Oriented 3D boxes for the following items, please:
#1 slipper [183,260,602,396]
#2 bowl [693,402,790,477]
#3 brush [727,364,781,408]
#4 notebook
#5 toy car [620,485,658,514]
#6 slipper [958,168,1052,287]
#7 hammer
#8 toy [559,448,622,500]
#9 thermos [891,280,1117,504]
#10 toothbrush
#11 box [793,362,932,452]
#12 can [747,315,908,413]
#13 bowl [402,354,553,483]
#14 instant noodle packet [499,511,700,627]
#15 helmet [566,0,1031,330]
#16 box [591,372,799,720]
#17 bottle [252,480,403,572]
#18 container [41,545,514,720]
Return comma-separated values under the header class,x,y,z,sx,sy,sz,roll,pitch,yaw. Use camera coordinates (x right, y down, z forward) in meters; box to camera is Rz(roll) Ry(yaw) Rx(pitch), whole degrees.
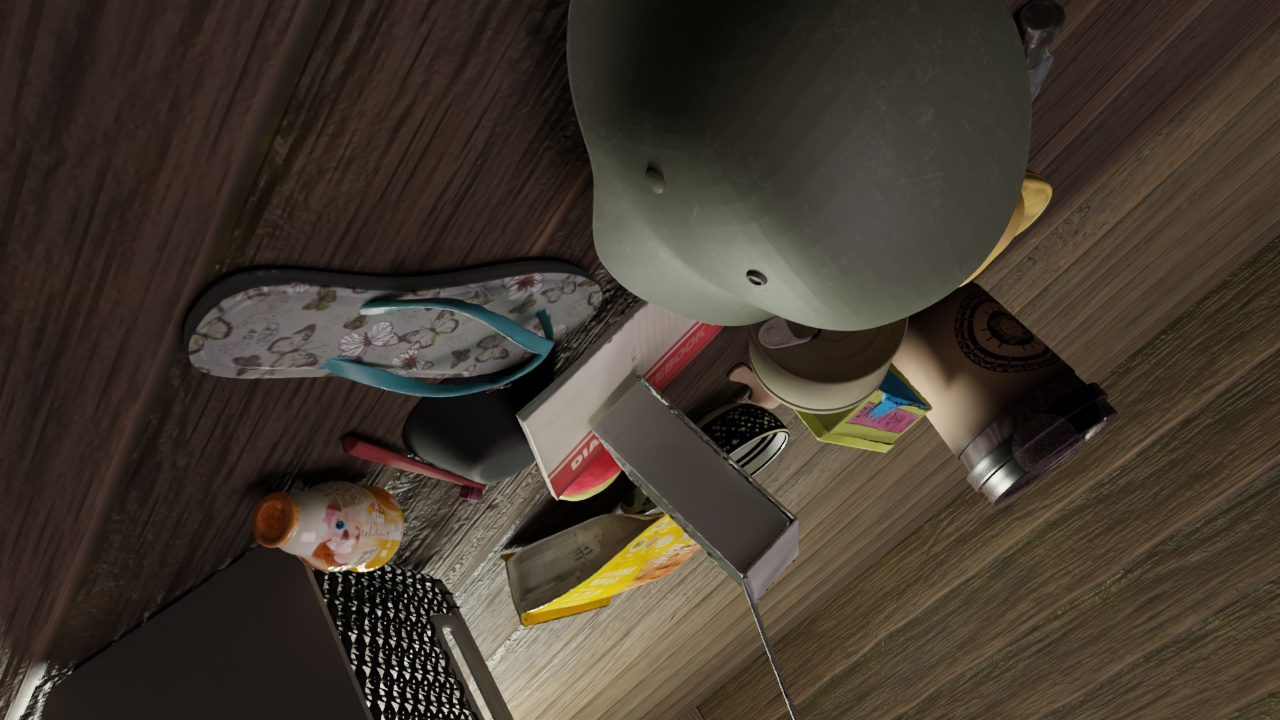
class,x,y,z,sx,sy,sz,roll,pitch,yaw
slipper,-0.125,-0.008,0.542,0.268,0.054,0.098,-6,145,-45
bowl,0.089,0.085,0.963,0.120,0.066,0.120,-28,155,-15
brush,0.125,0.021,0.961,0.050,0.015,0.135,-43,149,17
notebook,-0.004,0.004,0.698,0.208,0.012,0.153,-45,157,-18
toy car,0.018,0.141,1.019,0.047,0.033,0.106,-8,143,-42
slipper,0.254,-0.104,0.724,0.262,0.078,0.100,-10,148,-41
hammer,0.179,-0.134,0.702,0.330,0.033,0.132,-36,158,-5
toy,-0.043,0.090,0.829,0.091,0.045,0.135,-27,160,-23
thermos,0.387,0.023,1.035,0.172,0.226,0.173,-28,155,-15
toothbrush,-0.166,0.086,0.697,0.190,0.016,0.016,44,58,-65
box,0.208,0.023,0.938,0.079,0.124,0.220,-47,155,19
can,0.153,-0.025,0.771,0.127,0.127,0.073,-31,157,-8
bowl,-0.106,0.054,0.675,0.124,0.052,0.124,-28,155,-15
instant noodle packet,-0.010,0.191,0.958,0.222,0.084,0.162,-32,158,28
helmet,0.091,-0.112,0.437,0.227,0.154,0.267,-53,128,-4
box,0.107,0.204,0.683,0.108,0.418,0.166,-33,157,-2
bottle,-0.215,0.114,0.634,0.063,0.063,0.109,-39,155,9
container,-0.261,0.309,0.719,0.245,0.247,0.244,-34,152,-2
